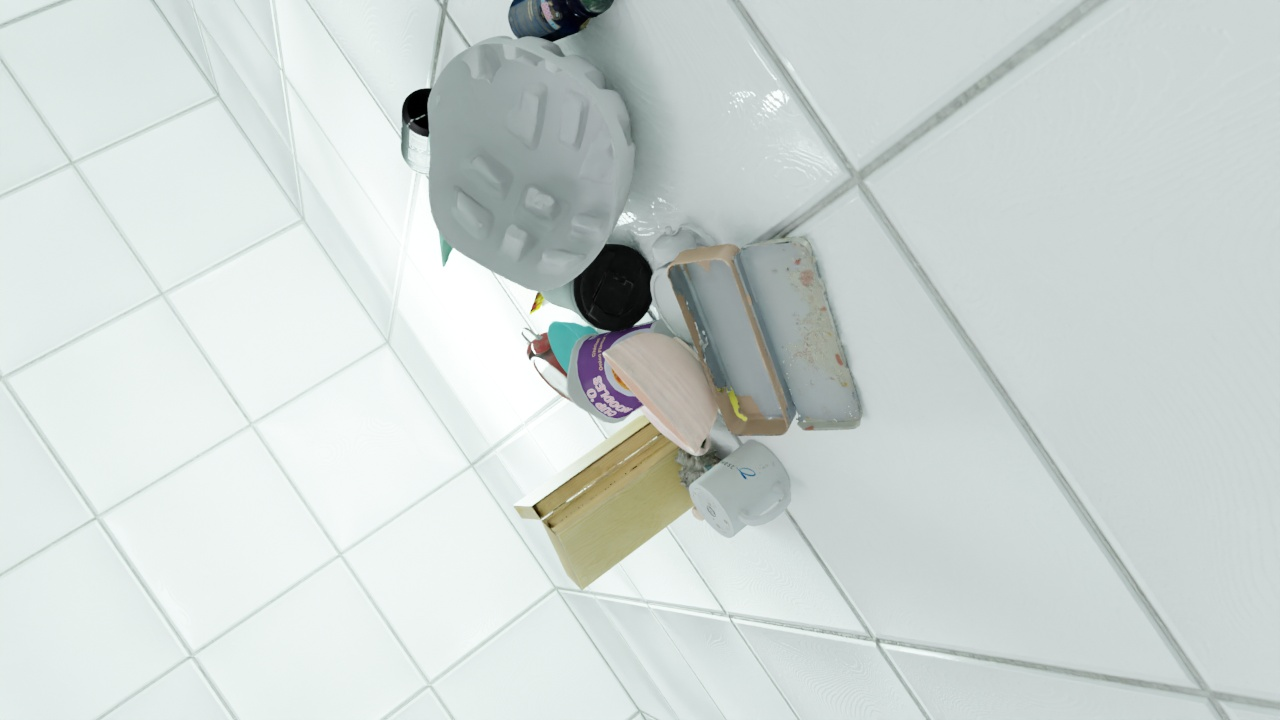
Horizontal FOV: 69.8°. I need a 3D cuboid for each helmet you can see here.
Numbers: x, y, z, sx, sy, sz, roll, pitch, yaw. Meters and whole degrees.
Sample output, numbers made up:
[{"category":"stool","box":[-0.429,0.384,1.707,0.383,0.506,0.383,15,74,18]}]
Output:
[{"category":"helmet","box":[-0.114,-0.219,0.972,0.224,0.183,0.283,21,154,7]}]

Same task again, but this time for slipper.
[{"category":"slipper","box":[0.035,0.056,1.256,0.221,0.055,0.107,44,160,52]}]

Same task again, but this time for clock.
[{"category":"clock","box":[-0.134,-0.002,1.518,0.157,0.061,0.110,44,160,-8]},{"category":"clock","box":[0.064,-0.083,0.990,0.120,0.061,0.159,44,152,26]}]

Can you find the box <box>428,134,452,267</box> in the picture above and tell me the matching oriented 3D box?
[{"category":"box","box":[-0.253,-0.217,1.203,0.077,0.079,0.189,33,136,36]}]

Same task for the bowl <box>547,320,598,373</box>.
[{"category":"bowl","box":[-0.088,-0.019,1.415,0.121,0.046,0.121,40,150,29]}]

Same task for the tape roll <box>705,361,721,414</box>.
[{"category":"tape roll","box":[0.109,0.038,1.118,0.094,0.019,0.094,45,156,25]}]

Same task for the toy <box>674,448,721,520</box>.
[{"category":"toy","box":[0.100,0.189,1.293,0.132,0.076,0.176,45,164,28]}]

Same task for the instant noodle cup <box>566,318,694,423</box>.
[{"category":"instant noodle cup","box":[-0.007,0.007,1.147,0.122,0.136,0.122,-22,93,37]}]

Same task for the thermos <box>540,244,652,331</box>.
[{"category":"thermos","box":[-0.069,-0.099,1.197,0.106,0.105,0.219,62,163,-18]}]

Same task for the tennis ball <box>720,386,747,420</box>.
[{"category":"tennis ball","box":[0.121,0.041,1.029,0.065,0.065,0.065,45,157,25]}]

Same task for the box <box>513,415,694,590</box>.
[{"category":"box","box":[-0.041,0.183,1.341,0.184,0.248,0.142,44,156,27]}]

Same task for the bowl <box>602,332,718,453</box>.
[{"category":"bowl","box":[0.035,0.023,1.023,0.153,0.076,0.153,47,175,5]}]

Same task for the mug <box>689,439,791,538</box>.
[{"category":"mug","box":[0.135,0.166,1.142,0.120,0.096,0.083,25,143,54]}]

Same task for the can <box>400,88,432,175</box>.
[{"category":"can","box":[-0.324,-0.346,1.400,0.080,0.080,0.146,54,159,3]}]

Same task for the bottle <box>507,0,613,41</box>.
[{"category":"bottle","box":[-0.079,-0.347,0.899,0.161,0.056,0.056,16,136,59]}]

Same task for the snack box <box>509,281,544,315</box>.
[{"category":"snack box","box":[-0.180,-0.127,1.490,0.061,0.025,0.149,54,159,6]}]

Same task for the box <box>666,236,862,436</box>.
[{"category":"box","box":[0.126,-0.018,0.908,0.151,0.042,0.216,-1,124,38]}]
